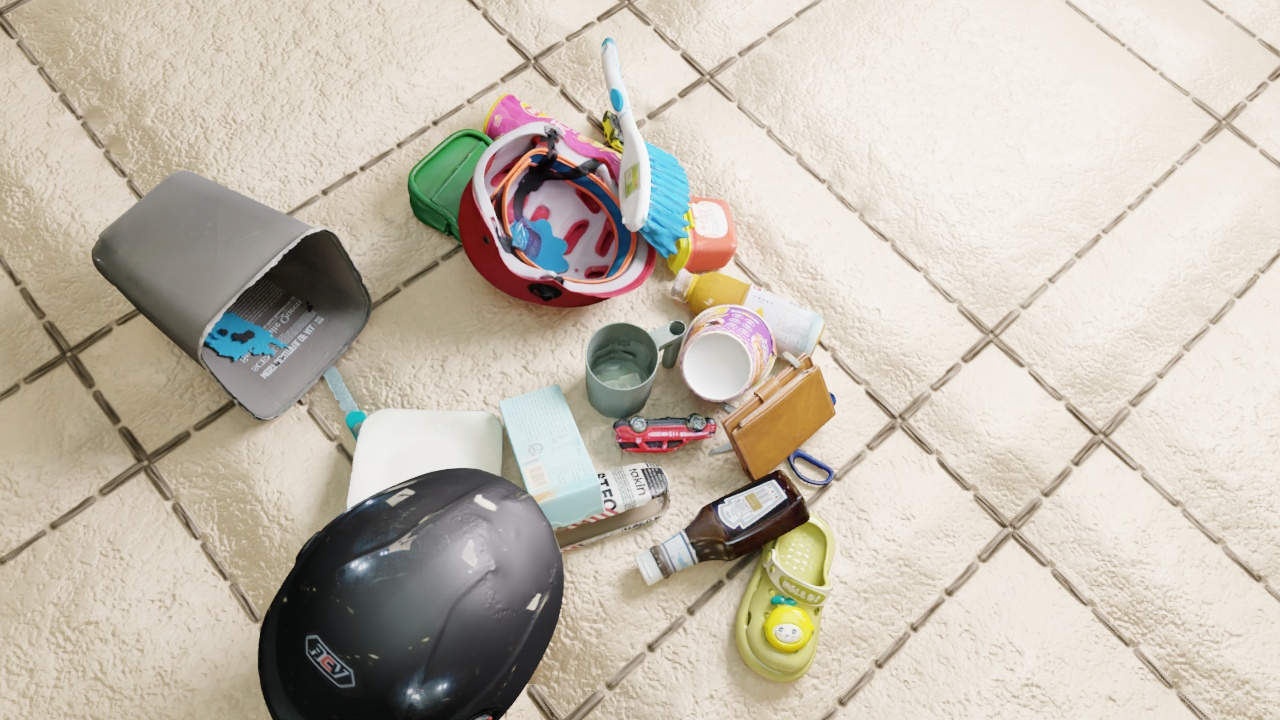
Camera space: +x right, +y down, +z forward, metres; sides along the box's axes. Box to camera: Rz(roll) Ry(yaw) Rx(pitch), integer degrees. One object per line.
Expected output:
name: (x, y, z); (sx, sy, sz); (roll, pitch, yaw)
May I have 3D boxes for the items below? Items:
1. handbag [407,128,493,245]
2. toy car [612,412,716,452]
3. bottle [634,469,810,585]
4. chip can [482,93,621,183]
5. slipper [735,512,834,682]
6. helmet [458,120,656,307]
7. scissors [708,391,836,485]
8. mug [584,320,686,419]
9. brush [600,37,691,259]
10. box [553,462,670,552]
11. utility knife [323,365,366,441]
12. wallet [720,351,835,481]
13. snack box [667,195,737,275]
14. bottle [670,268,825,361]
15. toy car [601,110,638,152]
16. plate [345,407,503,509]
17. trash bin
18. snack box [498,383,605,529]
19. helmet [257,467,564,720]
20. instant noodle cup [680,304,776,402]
handbag: (-0.226, -0.220, 1.179); (0.120, 0.068, 0.131); (42, 69, 5)
toy car: (0.029, 0.084, 1.067); (0.120, 0.053, 0.045); (-5, 91, 1)
bottle: (0.087, 0.190, 1.016); (0.195, 0.044, 0.080); (-26, 29, -4)
chip can: (-0.100, -0.271, 1.200); (0.210, 0.071, 0.071); (29, 68, 9)
slipper: (0.162, 0.246, 0.991); (0.091, 0.082, 0.190); (17, 64, 6)
helmet: (-0.113, -0.153, 1.111); (0.240, 0.144, 0.206); (33, 56, -22)
scissors: (0.167, 0.087, 1.096); (0.175, 0.012, 0.162); (-33, 72, -14)
mug: (-0.006, 0.006, 1.070); (0.123, 0.103, 0.083); (-25, 70, -15)
brush: (-0.001, -0.273, 1.140); (0.109, 0.061, 0.313); (23, 49, -33)
box: (-0.045, 0.168, 1.035); (0.163, 0.081, 0.075); (-20, 40, -9)
utility knife: (-0.318, 0.091, 1.063); (0.029, 0.013, 0.221); (-30, 71, -15)
wallet: (0.158, 0.062, 1.041); (0.130, 0.119, 0.035); (-38, 36, -12)
snack box: (0.075, -0.161, 1.161); (0.080, 0.082, 0.091); (-3, 65, -15)
bottle: (0.129, -0.059, 1.125); (0.189, 0.068, 0.067); (25, 67, 7)
toy car: (-0.026, -0.298, 1.218); (0.048, 0.032, 0.105); (19, 29, -26)
plate: (-0.237, 0.126, 1.025); (0.164, 0.034, 0.163); (2, 48, -6)
trash bin: (-0.463, -0.083, 1.039); (0.220, 0.199, 0.198); (30, 66, 19)
snack box: (-0.100, 0.104, 1.014); (0.074, 0.052, 0.174); (-16, 42, -11)
helmet: (-0.198, 0.224, 0.831); (0.233, 0.231, 0.273); (41, 32, 13)
instant noodle cup: (0.095, -0.005, 1.058); (0.112, 0.099, 0.111); (3, 102, 14)
